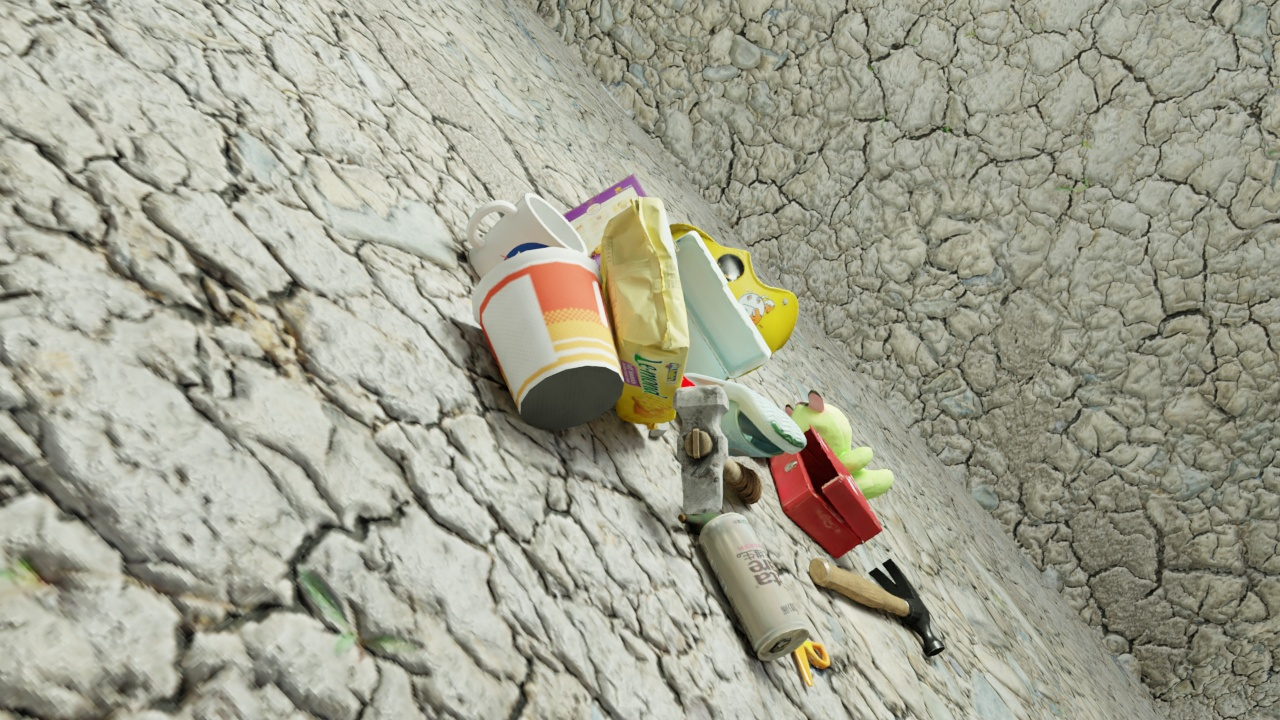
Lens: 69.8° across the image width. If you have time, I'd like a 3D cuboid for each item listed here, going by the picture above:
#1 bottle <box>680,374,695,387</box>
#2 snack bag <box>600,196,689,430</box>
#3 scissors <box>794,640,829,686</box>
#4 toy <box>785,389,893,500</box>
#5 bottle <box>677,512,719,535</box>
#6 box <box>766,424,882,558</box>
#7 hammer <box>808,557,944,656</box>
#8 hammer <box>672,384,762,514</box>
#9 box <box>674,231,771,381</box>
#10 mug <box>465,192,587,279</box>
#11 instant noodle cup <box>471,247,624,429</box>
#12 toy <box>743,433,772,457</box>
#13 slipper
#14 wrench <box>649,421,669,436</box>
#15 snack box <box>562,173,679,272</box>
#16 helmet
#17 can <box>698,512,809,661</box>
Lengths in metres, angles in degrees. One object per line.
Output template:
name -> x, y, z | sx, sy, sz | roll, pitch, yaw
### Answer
bottle -> 0.021, 0.003, 1.105 | 0.119, 0.036, 0.036 | 52, 16, 14
snack bag -> -0.001, -0.035, 0.925 | 0.248, 0.068, 0.159 | 96, -16, -67
scissors -> 0.152, 0.275, 0.923 | 0.125, 0.011, 0.128 | 30, 22, -51
toy -> 0.292, 0.147, 1.427 | 0.197, 0.107, 0.150 | 42, -20, -3
bottle -> 0.067, 0.166, 0.932 | 0.106, 0.025, 0.025 | 26, 27, -54
box -> 0.256, 0.184, 1.294 | 0.129, 0.093, 0.157 | 45, 12, -19
hammer -> 0.307, 0.308, 1.222 | 0.305, 0.040, 0.132 | 31, 26, -44
hammer -> 0.094, 0.118, 0.985 | 0.318, 0.049, 0.121 | 44, 43, -68
box -> 0.068, -0.056, 1.205 | 0.197, 0.135, 0.040 | 57, 26, -7
mug -> -0.130, -0.123, 0.975 | 0.121, 0.090, 0.091 | 36, 20, -36
instant noodle cup -> -0.077, -0.014, 0.824 | 0.123, 0.124, 0.121 | 29, 33, -50
toy -> 0.162, 0.109, 1.318 | 0.085, 0.033, 0.105 | 37, 11, 14
slipper -> 0.108, 0.074, 1.108 | 0.104, 0.074, 0.246 | 36, -8, -26
wrench -> -0.006, 0.007, 1.128 | 0.083, 0.018, 0.273 | 42, 17, -21
snack box -> -0.042, -0.159, 1.192 | 0.040, 0.143, 0.148 | 56, 6, -45
helmet -> 0.088, -0.065, 1.302 | 0.240, 0.139, 0.210 | 40, -22, -2
can -> 0.105, 0.212, 0.871 | 0.054, 0.054, 0.135 | 31, 23, -46
